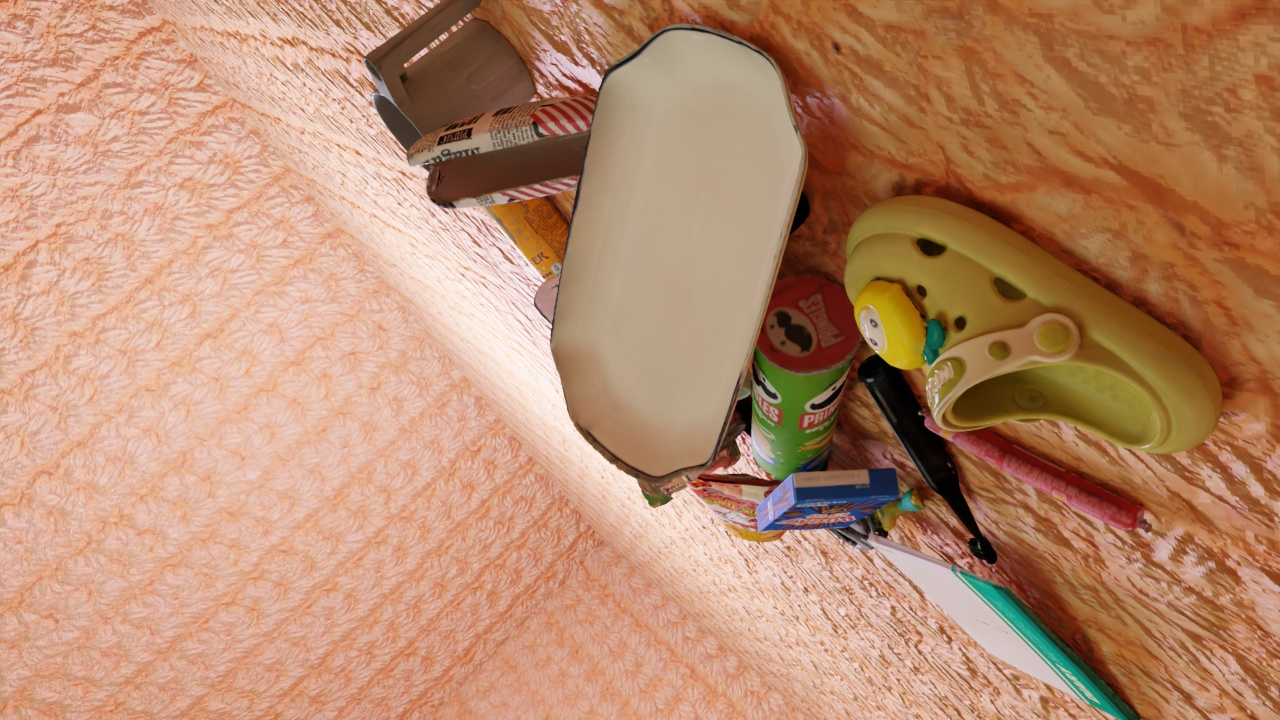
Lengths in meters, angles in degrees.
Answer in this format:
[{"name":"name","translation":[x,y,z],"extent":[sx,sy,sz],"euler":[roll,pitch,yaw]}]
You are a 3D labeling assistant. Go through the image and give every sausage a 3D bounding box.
[{"name":"sausage","translation":[0.235,0.064,0.562],"extent":[0.156,0.020,0.020],"euler":[33,161,45]}]

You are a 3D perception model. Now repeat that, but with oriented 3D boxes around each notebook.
[{"name":"notebook","translation":[0.300,0.221,0.765],"extent":[0.209,0.012,0.150],"euler":[42,167,-23]}]

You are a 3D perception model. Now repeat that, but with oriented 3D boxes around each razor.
[{"name":"razor","translation":[0.214,0.121,0.763],"extent":[0.133,0.028,0.043],"euler":[90,167,-74]}]

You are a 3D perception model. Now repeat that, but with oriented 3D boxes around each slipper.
[{"name":"slipper","translation":[0.167,-0.007,0.435],"extent":[0.190,0.081,0.092],"euler":[35,160,28]}]

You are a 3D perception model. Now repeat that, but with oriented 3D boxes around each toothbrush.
[{"name":"toothbrush","translation":[0.211,0.078,0.656],"extent":[0.027,0.026,0.212],"euler":[4,138,52]}]

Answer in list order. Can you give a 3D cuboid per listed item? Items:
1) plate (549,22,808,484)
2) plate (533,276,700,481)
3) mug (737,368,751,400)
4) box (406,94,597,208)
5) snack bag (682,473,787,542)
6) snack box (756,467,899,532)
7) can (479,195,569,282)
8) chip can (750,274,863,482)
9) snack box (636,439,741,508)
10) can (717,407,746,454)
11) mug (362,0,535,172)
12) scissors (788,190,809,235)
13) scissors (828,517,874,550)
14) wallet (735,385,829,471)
[{"name":"plate","translation":[0.020,-0.056,0.539],"extent":[0.162,0.034,0.266],"euler":[33,120,38]},{"name":"plate","translation":[-0.004,0.004,0.753],"extent":[0.205,0.045,0.204],"euler":[49,-170,-12]},{"name":"mug","translation":[0.030,-0.027,0.621],"extent":[0.112,0.082,0.106],"euler":[99,166,-78]},{"name":"box","translation":[-0.090,-0.162,0.649],"extent":[0.164,0.074,0.079],"euler":[-6,144,21]},{"name":"snack bag","translation":[0.114,0.141,0.955],"extent":[0.129,0.073,0.208],"euler":[10,165,16]},{"name":"snack box","translation":[0.155,0.122,0.788],"extent":[0.157,0.084,0.026],"euler":[100,167,-70]},{"name":"can","translation":[-0.112,-0.140,0.921],"extent":[0.146,0.058,0.058],"euler":[50,166,-17]},{"name":"chip can","translation":[0.118,0.024,0.685],"extent":[0.072,0.072,0.236],"euler":[41,166,21]},{"name":"snack box","translation":[0.026,0.075,1.020],"extent":[0.117,0.118,0.105],"euler":[67,170,-21]},{"name":"can","translation":[0.038,0.026,0.914],"extent":[0.147,0.058,0.058],"euler":[50,168,19]},{"name":"mug","translation":[-0.150,-0.219,0.717],"extent":[0.083,0.103,0.124],"euler":[40,164,23]},{"name":"scissors","translation":[0.053,-0.097,0.633],"extent":[0.221,0.021,0.224],"euler":[54,164,-27]},{"name":"scissors","translation":[0.239,0.185,0.904],"extent":[0.172,0.014,0.159],"euler":[46,166,-5]},{"name":"wallet","translation":[0.129,0.067,0.884],"extent":[0.122,0.020,0.096],"euler":[41,160,25]}]
